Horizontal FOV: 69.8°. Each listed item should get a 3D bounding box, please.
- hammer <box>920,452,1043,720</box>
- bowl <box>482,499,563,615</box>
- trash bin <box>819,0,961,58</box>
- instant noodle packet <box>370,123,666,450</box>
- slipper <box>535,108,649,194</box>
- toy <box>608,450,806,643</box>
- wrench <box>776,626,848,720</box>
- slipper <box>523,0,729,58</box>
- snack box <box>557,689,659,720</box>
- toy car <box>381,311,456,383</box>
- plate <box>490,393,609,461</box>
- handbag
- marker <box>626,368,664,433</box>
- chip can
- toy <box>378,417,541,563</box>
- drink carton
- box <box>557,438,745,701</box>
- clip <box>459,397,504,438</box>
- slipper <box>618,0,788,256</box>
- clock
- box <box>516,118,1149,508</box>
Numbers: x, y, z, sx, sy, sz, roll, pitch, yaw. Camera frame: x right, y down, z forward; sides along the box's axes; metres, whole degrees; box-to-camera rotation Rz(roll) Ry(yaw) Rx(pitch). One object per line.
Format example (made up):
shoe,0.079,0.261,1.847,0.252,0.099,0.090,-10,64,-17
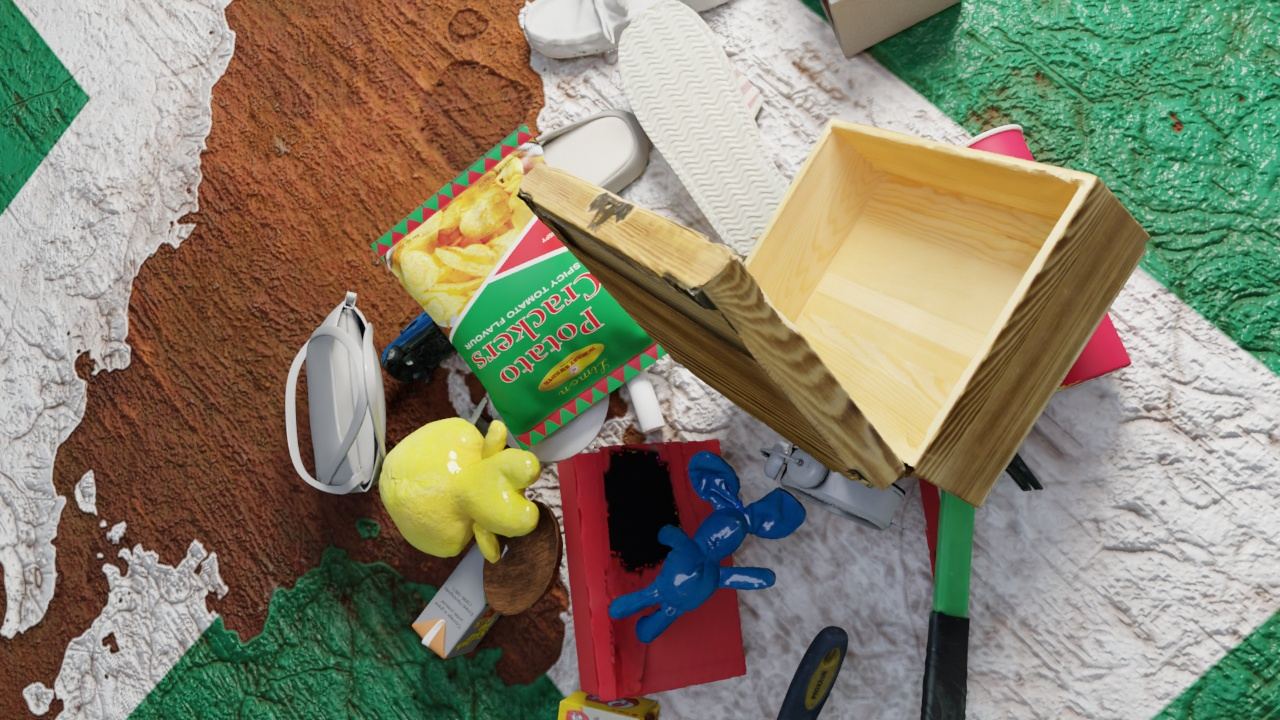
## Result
hammer,0.253,0.205,0.747,0.130,0.032,0.318,10,78,-6
bowl,-0.102,0.182,0.841,0.114,0.026,0.101,-28,53,39
trash bin,0.193,-0.420,0.839,0.115,0.114,0.228,-24,76,15
instant noodle packet,-0.112,-0.064,0.884,0.196,0.090,0.252,-35,96,13
slipper,-0.117,-0.172,0.939,0.266,0.080,0.113,-29,78,14
toy,0.046,0.148,0.729,0.176,0.071,0.113,-44,96,-9
wrench,0.119,0.327,0.773,0.073,0.022,0.274,5,119,-18
slipper,-0.008,-0.375,0.935,0.247,0.074,0.112,-13,64,20
snack box,-0.034,0.369,0.856,0.084,0.061,0.105,5,85,20
toy car,-0.220,-0.025,0.975,0.120,0.056,0.043,-38,51,6
plate,-0.097,0.036,0.943,0.135,0.011,0.134,-2,83,19
handbag,-0.296,0.027,0.912,0.095,0.223,0.215,-4,78,-25
marker,-0.005,0.005,0.909,0.027,0.023,0.133,-17,77,-5
chip can,0.333,-0.085,0.775,0.069,0.069,0.220,-23,77,16
toy,-0.171,0.120,0.866,0.208,0.092,0.133,-1,80,32
drink carton,-0.161,0.231,0.913,0.048,0.076,0.125,38,93,19
box,0.000,0.188,0.853,0.153,0.164,0.213,-22,72,61
clip,-0.176,0.077,0.952,0.052,0.057,0.102,32,103,4
slipper,0.071,-0.224,0.895,0.115,0.052,0.263,-29,86,12
clock,0.149,0.096,0.725,0.122,0.095,0.035,27,82,-16
box,0.108,-0.068,0.669,0.279,0.334,0.286,36,99,52
